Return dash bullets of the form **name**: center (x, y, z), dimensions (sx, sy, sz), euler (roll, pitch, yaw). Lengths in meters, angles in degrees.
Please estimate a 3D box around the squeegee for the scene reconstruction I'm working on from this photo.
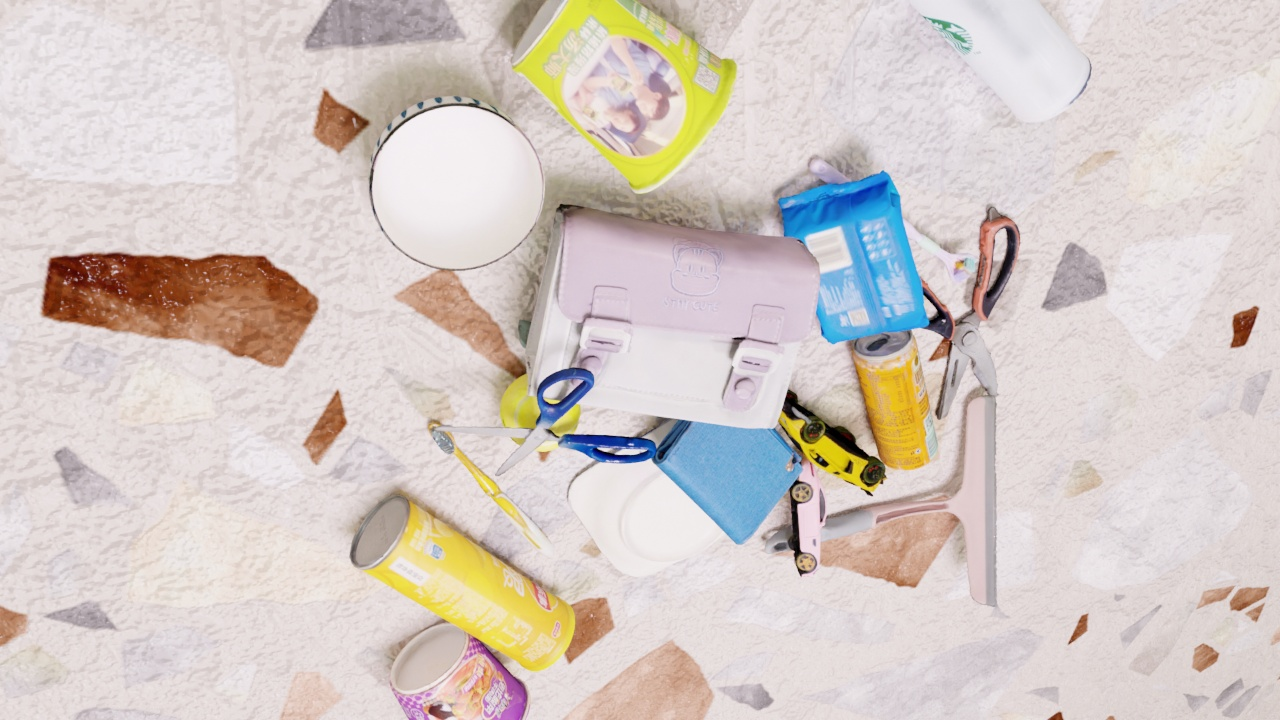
- **squeegee**: center (0.245, 0.165, 0.952), dimensions (0.249, 0.040, 0.248), euler (-10, 110, -6)

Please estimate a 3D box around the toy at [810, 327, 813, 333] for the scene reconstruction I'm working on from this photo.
- **toy**: center (0.088, -0.030, 0.782), dimensions (0.108, 0.039, 0.084), euler (-34, 120, 2)

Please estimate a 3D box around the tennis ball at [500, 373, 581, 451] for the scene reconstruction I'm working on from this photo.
- **tennis ball**: center (-0.081, 0.041, 0.748), dimensions (0.065, 0.065, 0.066), euler (-9, 121, -15)

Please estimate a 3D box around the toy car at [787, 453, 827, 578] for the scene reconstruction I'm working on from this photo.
- **toy car**: center (0.161, 0.150, 0.889), dimensions (0.037, 0.056, 0.122), euler (-4, 102, 2)

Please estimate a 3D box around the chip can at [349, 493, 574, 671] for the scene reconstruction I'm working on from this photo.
- **chip can**: center (-0.152, 0.201, 0.812), dimensions (0.072, 0.072, 0.213), euler (-42, 124, 7)

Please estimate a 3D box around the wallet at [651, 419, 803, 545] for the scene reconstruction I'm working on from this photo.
- **wallet**: center (0.080, 0.087, 0.820), dimensions (0.106, 0.040, 0.133), euler (-52, 121, -13)

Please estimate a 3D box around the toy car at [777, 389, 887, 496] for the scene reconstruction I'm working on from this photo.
- **toy car**: center (0.167, 0.073, 0.853), dimensions (0.155, 0.071, 0.041), euler (35, 99, -30)

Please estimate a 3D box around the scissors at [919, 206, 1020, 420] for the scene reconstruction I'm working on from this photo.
- **scissors**: center (0.306, -0.040, 0.870), dimensions (0.226, 0.015, 0.189), euler (28, 107, -31)

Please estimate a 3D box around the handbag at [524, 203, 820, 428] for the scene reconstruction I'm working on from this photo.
- **handbag**: center (0.022, -0.032, 0.696), dimensions (0.197, 0.098, 0.145), euler (8, 112, -13)

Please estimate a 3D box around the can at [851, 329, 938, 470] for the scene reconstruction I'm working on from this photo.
- **can**: center (0.240, 0.035, 0.863), dimensions (0.058, 0.058, 0.146), euler (-26, 124, -4)

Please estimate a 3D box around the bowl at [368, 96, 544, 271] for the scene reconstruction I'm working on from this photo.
- **bowl**: center (-0.129, -0.127, 0.633), dimensions (0.116, 0.066, 0.117), euler (-9, 122, -14)

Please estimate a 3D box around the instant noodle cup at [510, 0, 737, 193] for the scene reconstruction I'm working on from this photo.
- **instant noodle cup**: center (-0.016, -0.194, 0.616), dimensions (0.123, 0.111, 0.112), euler (34, 104, -24)

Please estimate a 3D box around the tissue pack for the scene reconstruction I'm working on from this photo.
- **tissue pack**: center (0.180, -0.082, 0.764), dimensions (0.095, 0.052, 0.157), euler (-13, 126, 22)

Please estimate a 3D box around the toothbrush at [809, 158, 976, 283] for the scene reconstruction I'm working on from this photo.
- **toothbrush**: center (0.214, -0.119, 0.778), dimensions (0.189, 0.021, 0.029), euler (28, 101, -23)

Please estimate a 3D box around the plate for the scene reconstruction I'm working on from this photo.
- **plate**: center (0.029, 0.136, 0.862), dimensions (0.164, 0.034, 0.164), euler (-32, 125, 1)

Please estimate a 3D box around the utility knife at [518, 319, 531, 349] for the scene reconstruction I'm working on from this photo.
- **utility knife**: center (-0.005, 0.005, 0.785), dimensions (0.222, 0.013, 0.029), euler (15, 112, -26)

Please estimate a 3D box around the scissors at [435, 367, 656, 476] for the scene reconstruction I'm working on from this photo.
- **scissors**: center (-0.068, 0.053, 0.698), dimensions (0.173, 0.012, 0.163), euler (6, 145, -9)

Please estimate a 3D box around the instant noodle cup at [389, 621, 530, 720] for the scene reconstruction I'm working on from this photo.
- **instant noodle cup**: center (-0.173, 0.306, 0.850), dimensions (0.111, 0.111, 0.099), euler (-28, 117, -3)

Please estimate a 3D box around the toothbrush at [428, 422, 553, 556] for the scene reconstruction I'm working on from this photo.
- **toothbrush**: center (-0.127, 0.119, 0.805), dimensions (0.016, 0.018, 0.191), euler (-32, 124, 3)

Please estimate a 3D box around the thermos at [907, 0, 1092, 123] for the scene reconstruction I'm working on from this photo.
- **thermos**: center (0.247, -0.266, 0.686), dimensions (0.224, 0.073, 0.073), euler (30, 106, -30)
